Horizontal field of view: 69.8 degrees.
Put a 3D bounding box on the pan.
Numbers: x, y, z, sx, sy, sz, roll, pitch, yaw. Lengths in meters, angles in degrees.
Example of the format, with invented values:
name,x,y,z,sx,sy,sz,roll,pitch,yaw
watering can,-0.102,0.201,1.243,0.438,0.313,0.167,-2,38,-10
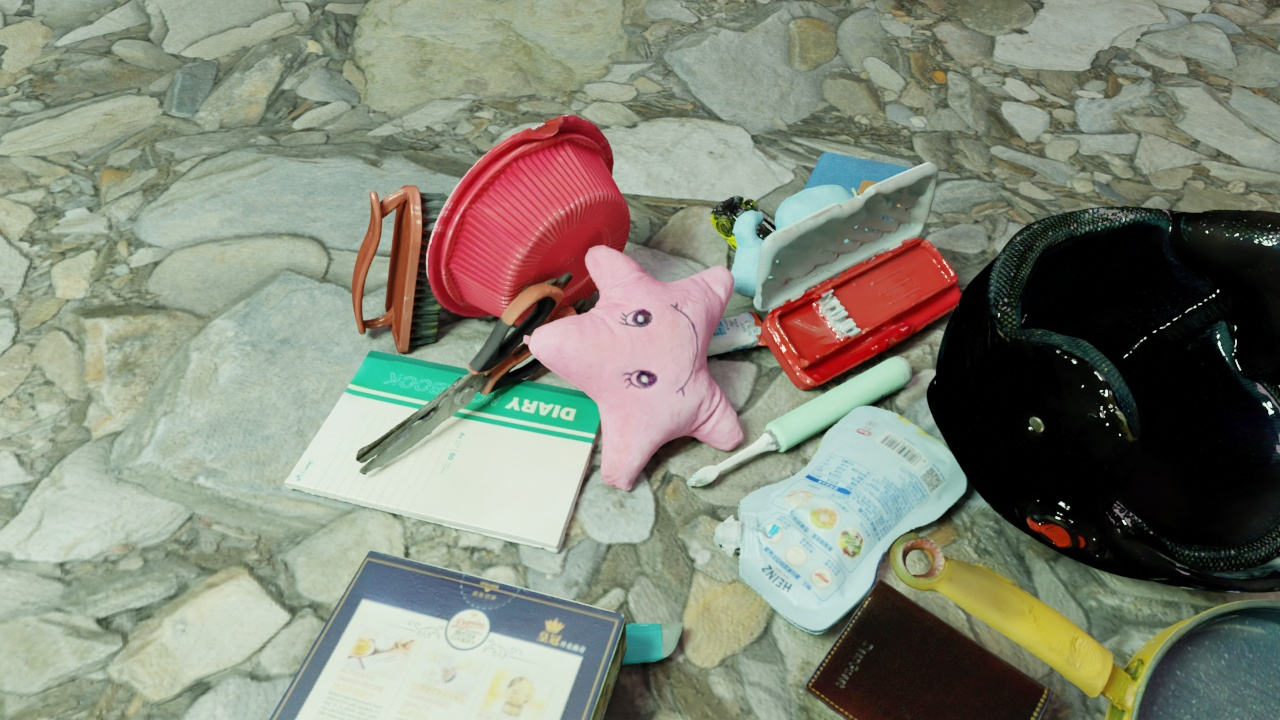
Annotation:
name,x,y,z,sx,sy,sz,roll,pitch,yaw
pan,0.292,0.194,0.505,0.357,0.078,0.197,27,69,7

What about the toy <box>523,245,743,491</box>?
name,x,y,z,sx,sy,sz,roll,pitch,yaw
toy,-0.004,0.004,0.712,0.178,0.075,0.194,5,75,-17

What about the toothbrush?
name,x,y,z,sx,sy,sz,roll,pitch,yaw
toothbrush,0.131,0.050,0.730,0.224,0.027,0.026,-25,82,-25

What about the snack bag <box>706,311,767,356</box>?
name,x,y,z,sx,sy,sz,roll,pitch,yaw
snack bag,0.068,-0.020,0.791,0.104,0.026,0.048,-13,43,-14

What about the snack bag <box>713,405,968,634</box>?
name,x,y,z,sx,sy,sz,roll,pitch,yaw
snack bag,0.146,0.109,0.668,0.190,0.039,0.110,-34,62,-28

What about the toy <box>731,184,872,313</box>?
name,x,y,z,sx,sy,sz,roll,pitch,yaw
toy,0.155,-0.103,0.834,0.161,0.050,0.156,32,79,-25

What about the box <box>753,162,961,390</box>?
name,x,y,z,sx,sy,sz,roll,pitch,yaw
box,0.187,-0.074,0.791,0.200,0.155,0.074,-27,19,-25

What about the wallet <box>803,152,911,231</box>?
name,x,y,z,sx,sy,sz,roll,pitch,yaw
wallet,0.215,-0.162,0.930,0.106,0.040,0.132,17,49,17

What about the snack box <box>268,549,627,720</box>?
name,x,y,z,sx,sy,sz,roll,pitch,yaw
snack box,-0.118,0.213,0.532,0.178,0.046,0.182,10,48,15

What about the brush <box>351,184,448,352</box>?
name,x,y,z,sx,sy,sz,roll,pitch,yaw
brush,-0.196,-0.078,0.747,0.069,0.146,0.063,-4,45,-26

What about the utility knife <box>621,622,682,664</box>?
name,x,y,z,sx,sy,sz,roll,pitch,yaw
utility knife,-0.061,0.189,0.596,0.179,0.013,0.029,-3,45,-2

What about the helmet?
name,x,y,z,sx,sy,sz,roll,pitch,yaw
helmet,0.331,0.031,0.627,0.233,0.231,0.274,-27,78,-18

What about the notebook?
name,x,y,z,sx,sy,sz,roll,pitch,yaw
notebook,-0.143,0.063,0.711,0.209,0.012,0.150,11,46,7

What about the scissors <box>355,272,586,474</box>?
name,x,y,z,sx,sy,sz,roll,pitch,yaw
scissors,-0.127,0.007,0.700,0.015,0.192,0.206,38,24,26

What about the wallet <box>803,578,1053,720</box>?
name,x,y,z,sx,sy,sz,roll,pitch,yaw
wallet,0.175,0.202,0.561,0.122,0.020,0.096,31,53,26

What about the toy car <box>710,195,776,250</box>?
name,x,y,z,sx,sy,sz,roll,pitch,yaw
toy car,0.113,-0.115,0.881,0.105,0.032,0.048,41,58,16

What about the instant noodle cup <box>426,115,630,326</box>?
name,x,y,z,sx,sy,sz,roll,pitch,yaw
instant noodle cup,-0.076,-0.097,0.743,0.193,0.194,0.066,-32,62,-29
